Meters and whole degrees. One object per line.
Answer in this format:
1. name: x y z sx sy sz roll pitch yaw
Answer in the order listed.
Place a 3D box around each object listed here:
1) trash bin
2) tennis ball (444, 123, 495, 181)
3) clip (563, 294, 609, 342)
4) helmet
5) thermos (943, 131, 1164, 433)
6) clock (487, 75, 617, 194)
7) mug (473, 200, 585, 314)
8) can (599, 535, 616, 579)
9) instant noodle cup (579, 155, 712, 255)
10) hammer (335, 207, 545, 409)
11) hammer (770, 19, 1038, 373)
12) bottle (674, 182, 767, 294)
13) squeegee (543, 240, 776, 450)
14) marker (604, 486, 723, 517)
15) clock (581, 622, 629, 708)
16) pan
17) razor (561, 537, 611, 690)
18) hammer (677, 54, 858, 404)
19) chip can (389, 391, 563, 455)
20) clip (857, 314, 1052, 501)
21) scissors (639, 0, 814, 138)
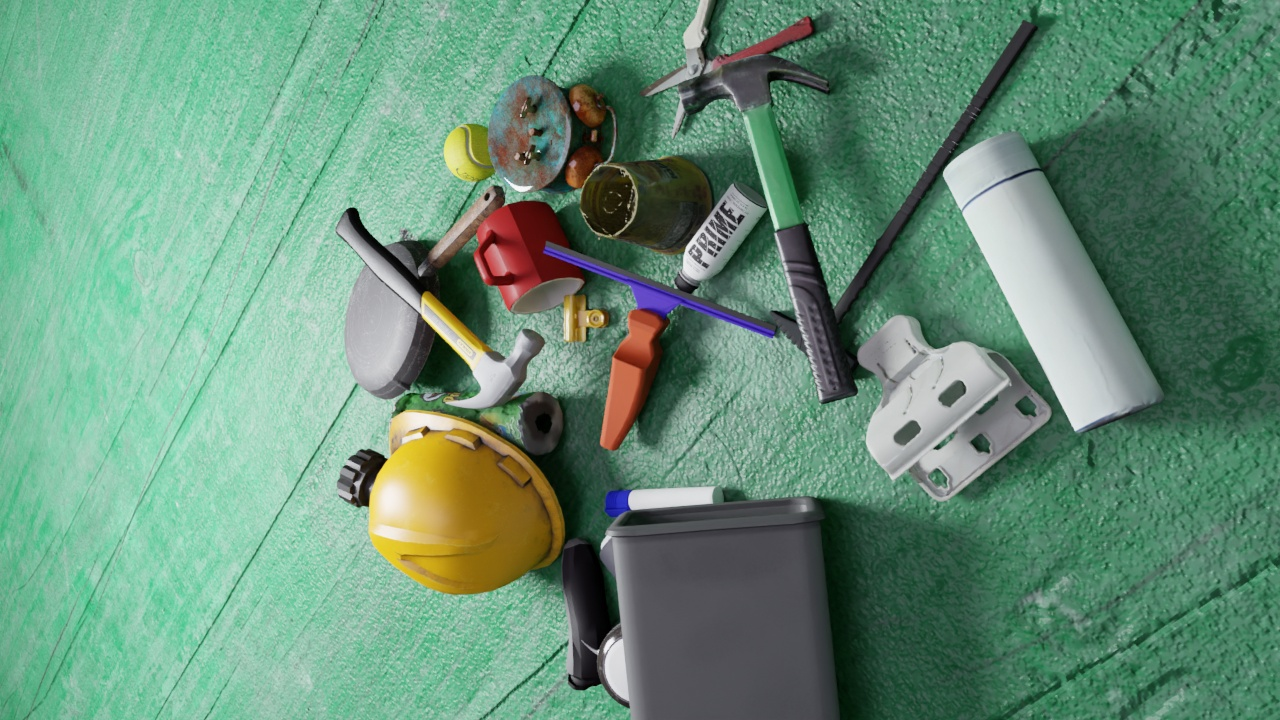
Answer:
1. trash bin: 0.079 0.244 0.825 0.192 0.097 0.220 -6 90 8
2. tennis ball: -0.191 -0.237 1.049 0.065 0.065 0.065 2 94 36
3. clip: -0.059 -0.045 0.996 0.046 0.048 0.054 -171 80 -78
4. helmet: -0.222 0.176 1.010 0.256 0.131 0.206 20 126 23
5. thermos: 0.310 -0.061 0.697 0.068 0.067 0.230 -30 76 33
6. clock: -0.092 -0.237 0.974 0.158 0.073 0.121 7 97 35
7. mug: -0.129 -0.110 0.981 0.081 0.116 0.096 -35 72 37
8. can: 0.017 0.222 0.926 0.127 0.064 0.064 49 118 23
9. instant noodle cup: 0.000 -0.153 0.889 0.102 0.108 0.102 4 97 35
10. hammer: -0.244 -0.066 1.032 0.323 0.029 0.127 41 111 23
11. hammer: 0.227 -0.138 0.786 0.095 0.015 0.326 42 115 27
12. bottle: 0.072 -0.114 0.881 0.041 0.041 0.116 49 118 24
13. squeegee: -0.006 0.005 0.936 0.250 0.055 0.185 22 106 15
14. marker: 0.022 0.145 0.941 0.133 0.023 0.027 -8 46 36
15. clock: 0.004 0.315 0.939 0.091 0.043 0.123 -42 79 13
16. pan: -0.268 -0.095 1.094 0.358 0.040 0.207 -42 53 35
17. razor: -0.059 0.272 0.995 0.060 0.057 0.156 178 88 -68
18. hammer: 0.133 -0.119 0.810 0.130 0.032 0.318 -16 81 11
19. chip can: -0.193 0.072 1.064 0.224 0.075 0.075 -3 91 36
20. clip: 0.236 0.030 0.751 0.150 0.110 0.127 49 116 12
21. scissors: 0.074 -0.318 0.885 0.200 0.015 0.179 -7 90 37
